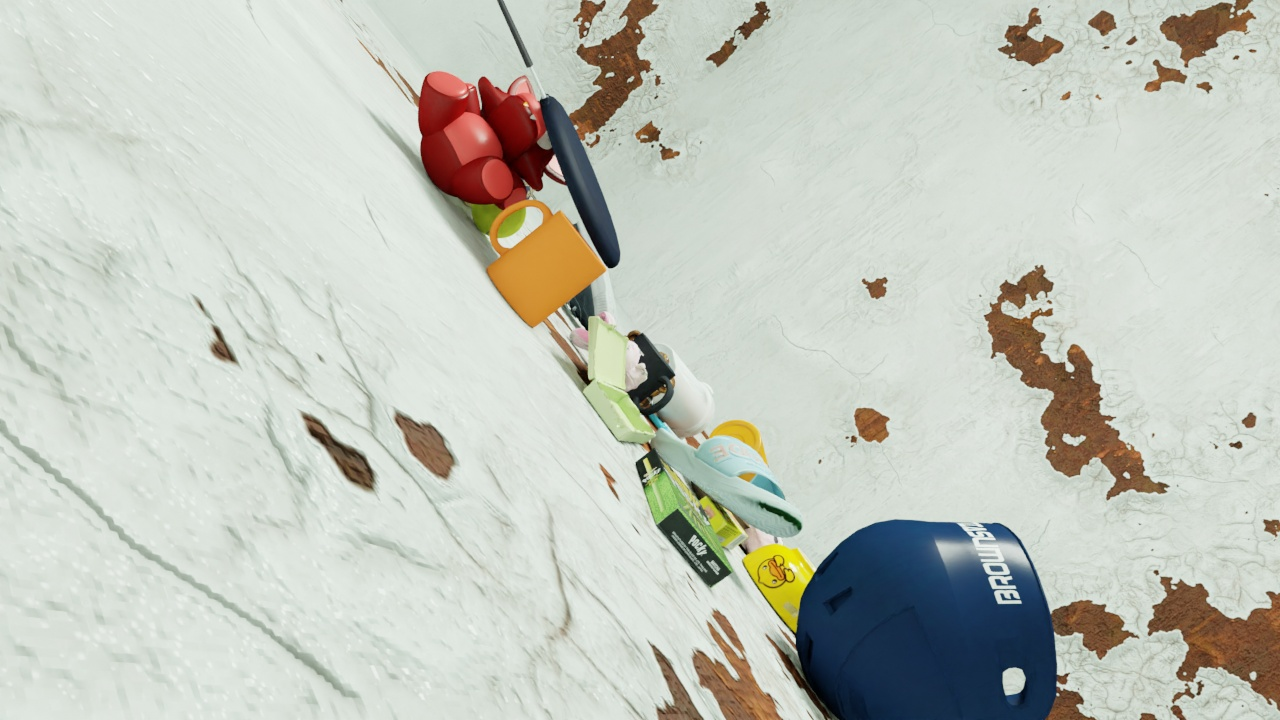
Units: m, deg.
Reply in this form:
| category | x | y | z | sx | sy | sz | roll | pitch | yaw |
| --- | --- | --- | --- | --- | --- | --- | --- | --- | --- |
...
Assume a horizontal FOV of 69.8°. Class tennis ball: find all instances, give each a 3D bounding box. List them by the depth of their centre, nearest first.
| category | x | y | z | sx | sy | sz | roll | pitch | yaw |
| --- | --- | --- | --- | --- | --- | --- | --- | --- | --- |
| tennis ball | -0.170 | -0.180 | 1.103 | 0.065 | 0.065 | 0.065 | 52 | 3 | -4 |

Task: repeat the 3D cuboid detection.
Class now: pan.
| category | x | y | z | sx | sy | sz | roll | pitch | yaw |
| --- | --- | --- | --- | --- | --- | --- | --- | --- | --- |
| pan | -0.091 | -0.259 | 0.971 | 0.198 | 0.021 | 0.357 | -101 | 168 | -60 |

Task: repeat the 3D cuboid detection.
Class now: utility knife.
| category | x | y | z | sx | sy | sz | roll | pitch | yaw |
| --- | --- | --- | --- | --- | --- | --- | --- | --- | --- |
| utility knife | 0.015 | 0.079 | 1.372 | 0.123 | 0.015 | 0.022 | 50 | -2 | 4 |

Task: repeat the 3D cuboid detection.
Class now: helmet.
| category | x | y | z | sx | sy | sz | roll | pitch | yaw |
| --- | --- | --- | --- | --- | --- | --- | --- | --- | --- |
| helmet | 0.271 | 0.294 | 0.939 | 0.232 | 0.223 | 0.273 | -94 | 177 | -66 |

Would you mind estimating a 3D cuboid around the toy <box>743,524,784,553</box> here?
| category | x | y | z | sx | sy | sz | roll | pitch | yaw |
| --- | --- | --- | --- | --- | --- | --- | --- | --- | --- |
| toy | 0.178 | 0.268 | 1.294 | 0.095 | 0.053 | 0.099 | 66 | 10 | 16 |

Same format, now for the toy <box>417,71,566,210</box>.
| category | x | y | z | sx | sy | sz | roll | pitch | yaw |
| --- | --- | --- | --- | --- | --- | --- | --- | --- | --- |
| toy | -0.158 | -0.254 | 1.048 | 0.196 | 0.121 | 0.158 | -29 | 88 | -48 |

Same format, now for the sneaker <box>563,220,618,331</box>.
| category | x | y | z | sx | sy | sz | roll | pitch | yaw |
| --- | --- | --- | --- | --- | --- | --- | --- | --- | --- |
| sneaker | -0.089 | -0.108 | 1.383 | 0.089 | 0.087 | 0.235 | 67 | 9 | -69 |

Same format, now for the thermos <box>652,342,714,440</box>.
| category | x | y | z | sx | sy | sz | roll | pitch | yaw |
| --- | --- | --- | --- | --- | --- | --- | --- | --- | --- |
| thermos | 0.053 | 0.048 | 1.409 | 0.099 | 0.099 | 0.220 | 54 | 0 | 29 |

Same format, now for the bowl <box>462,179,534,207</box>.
| category | x | y | z | sx | sy | sz | roll | pitch | yaw |
| --- | --- | --- | --- | --- | --- | --- | --- | --- | --- |
| bowl | -0.196 | -0.224 | 1.158 | 0.112 | 0.061 | 0.113 | 25 | -23 | 11 |

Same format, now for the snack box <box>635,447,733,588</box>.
| category | x | y | z | sx | sy | sz | roll | pitch | yaw |
| --- | --- | --- | --- | --- | --- | --- | --- | --- | --- |
| snack box | 0.038 | 0.142 | 0.855 | 0.080 | 0.025 | 0.147 | 51 | 3 | -16 |

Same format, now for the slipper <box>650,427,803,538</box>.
| category | x | y | z | sx | sy | sz | roll | pitch | yaw |
| --- | --- | --- | --- | --- | --- | --- | --- | --- | --- |
| slipper | 0.097 | 0.125 | 1.065 | 0.104 | 0.074 | 0.245 | 38 | -5 | -35 |

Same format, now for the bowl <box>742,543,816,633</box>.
| category | x | y | z | sx | sy | sz | roll | pitch | yaw |
| --- | --- | --- | --- | --- | --- | --- | --- | --- | --- |
| bowl | 0.190 | 0.279 | 1.159 | 0.117 | 0.067 | 0.117 | 52 | 3 | -4 |

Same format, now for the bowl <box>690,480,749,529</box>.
| category | x | y | z | sx | sy | sz | roll | pitch | yaw |
| --- | --- | --- | --- | --- | --- | --- | --- | --- | --- |
| bowl | 0.101 | 0.186 | 1.241 | 0.118 | 0.030 | 0.118 | 52 | 2 | -3 |

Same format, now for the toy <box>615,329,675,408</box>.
| category | x | y | z | sx | sy | sz | roll | pitch | yaw |
| --- | --- | --- | --- | --- | --- | --- | --- | --- | --- |
| toy | -0.008 | 0.007 | 1.258 | 0.112 | 0.087 | 0.067 | 45 | 27 | -5 |

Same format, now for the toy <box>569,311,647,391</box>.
| category | x | y | z | sx | sy | sz | roll | pitch | yaw |
| --- | --- | --- | --- | --- | --- | --- | --- | --- | --- |
| toy | -0.038 | -0.010 | 1.141 | 0.110 | 0.063 | 0.047 | 50 | 3 | 23 |

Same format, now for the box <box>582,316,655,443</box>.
| category | x | y | z | sx | sy | sz | roll | pitch | yaw |
| --- | --- | --- | --- | --- | --- | --- | --- | --- | --- |
| box | -0.028 | 0.028 | 1.014 | 0.187 | 0.047 | 0.140 | 28 | 48 | -81 |

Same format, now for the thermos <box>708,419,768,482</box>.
| category | x | y | z | sx | sy | sz | roll | pitch | yaw |
| --- | --- | --- | --- | --- | --- | --- | --- | --- | --- |
| thermos | 0.151 | 0.178 | 1.348 | 0.091 | 0.076 | 0.233 | 47 | -14 | 39 |

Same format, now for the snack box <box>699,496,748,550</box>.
| category | x | y | z | sx | sy | sz | roll | pitch | yaw |
| --- | --- | --- | --- | --- | --- | --- | --- | --- | --- |
| snack box | 0.092 | 0.191 | 1.069 | 0.040 | 0.029 | 0.148 | 52 | 3 | 23 |

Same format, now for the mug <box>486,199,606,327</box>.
| category | x | y | z | sx | sy | sz | roll | pitch | yaw |
| --- | --- | --- | --- | --- | --- | --- | --- | --- | --- |
| mug | -0.106 | -0.107 | 0.931 | 0.112 | 0.096 | 0.077 | 52 | 3 | -3 |

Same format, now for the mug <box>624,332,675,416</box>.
| category | x | y | z | sx | sy | sz | roll | pitch | yaw |
| --- | --- | --- | --- | --- | --- | --- | --- | --- | --- |
| mug | 0.002 | 0.025 | 1.179 | 0.105 | 0.077 | 0.071 | 55 | 4 | 39 |
